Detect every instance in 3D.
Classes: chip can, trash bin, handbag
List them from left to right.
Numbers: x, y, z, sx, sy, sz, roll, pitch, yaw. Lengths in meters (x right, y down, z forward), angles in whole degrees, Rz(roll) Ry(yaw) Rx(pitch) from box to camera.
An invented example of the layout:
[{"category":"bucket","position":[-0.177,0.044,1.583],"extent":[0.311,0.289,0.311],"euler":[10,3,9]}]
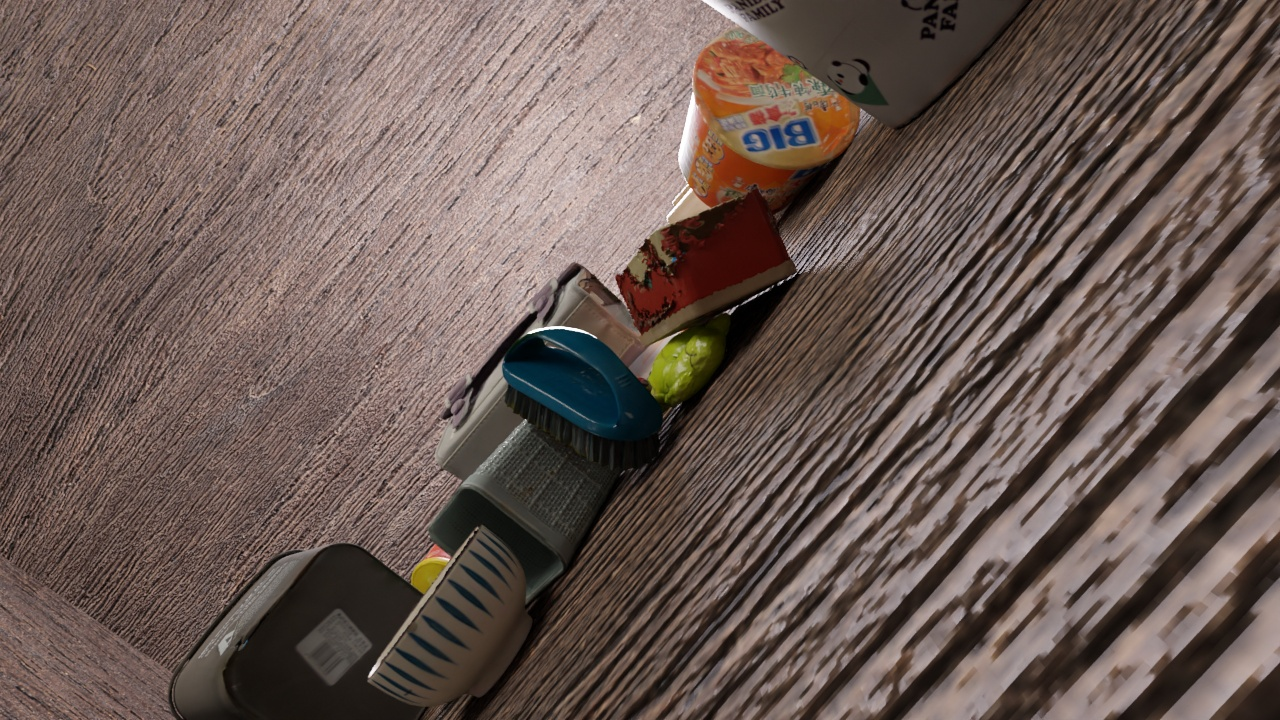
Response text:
[{"category":"trash bin","position":[-0.285,0.273,0.822],"extent":[0.198,0.198,0.220],"euler":[-56,11,-33]},{"category":"chip can","position":[-0.189,0.201,1.069],"extent":[0.073,0.073,0.216],"euler":[-50,6,26]},{"category":"handbag","position":[-0.093,0.013,0.829],"extent":[0.197,0.098,0.145],"euler":[-48,14,8]},{"category":"trash bin","position":[0.128,-0.300,0.594],"extent":[0.230,0.252,0.229],"euler":[-52,5,6]}]

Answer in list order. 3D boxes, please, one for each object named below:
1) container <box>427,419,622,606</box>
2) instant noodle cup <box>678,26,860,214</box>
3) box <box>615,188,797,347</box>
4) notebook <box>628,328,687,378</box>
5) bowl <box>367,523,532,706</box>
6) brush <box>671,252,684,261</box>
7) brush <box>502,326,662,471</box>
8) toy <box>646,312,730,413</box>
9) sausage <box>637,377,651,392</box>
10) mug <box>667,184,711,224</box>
[{"category":"container","position":[-0.077,0.098,0.664],"extent":[0.090,0.090,0.111],"euler":[-48,3,45]},{"category":"instant noodle cup","position":[0.106,-0.207,0.830],"extent":[0.151,0.151,0.112],"euler":[-55,-3,-26]},{"category":"box","position":[0.035,-0.067,0.653],"extent":[0.091,0.077,0.168],"euler":[-24,-1,-11]},{"category":"notebook","position":[-0.005,0.005,0.802],"extent":[0.146,0.010,0.205],"euler":[-48,20,27]},{"category":"bowl","position":[-0.111,0.170,0.582],"extent":[0.116,0.066,0.116],"euler":[-53,4,5]},{"category":"brush","position":[-0.022,0.017,0.955],"extent":[0.315,0.060,0.109],"euler":[-53,7,28]},{"category":"brush","position":[-0.042,0.016,0.614],"extent":[0.055,0.144,0.074],"euler":[-22,-57,-37]},{"category":"toy","position":[0.031,0.004,0.637],"extent":[0.097,0.031,0.100],"euler":[-54,9,10]},{"category":"sausage","position":[-0.022,0.048,0.682],"extent":[0.020,0.020,0.156],"euler":[-56,1,-32]},{"category":"mug","position":[0.088,-0.178,0.994],"extent":[0.104,0.084,0.124],"euler":[-49,35,23]}]
